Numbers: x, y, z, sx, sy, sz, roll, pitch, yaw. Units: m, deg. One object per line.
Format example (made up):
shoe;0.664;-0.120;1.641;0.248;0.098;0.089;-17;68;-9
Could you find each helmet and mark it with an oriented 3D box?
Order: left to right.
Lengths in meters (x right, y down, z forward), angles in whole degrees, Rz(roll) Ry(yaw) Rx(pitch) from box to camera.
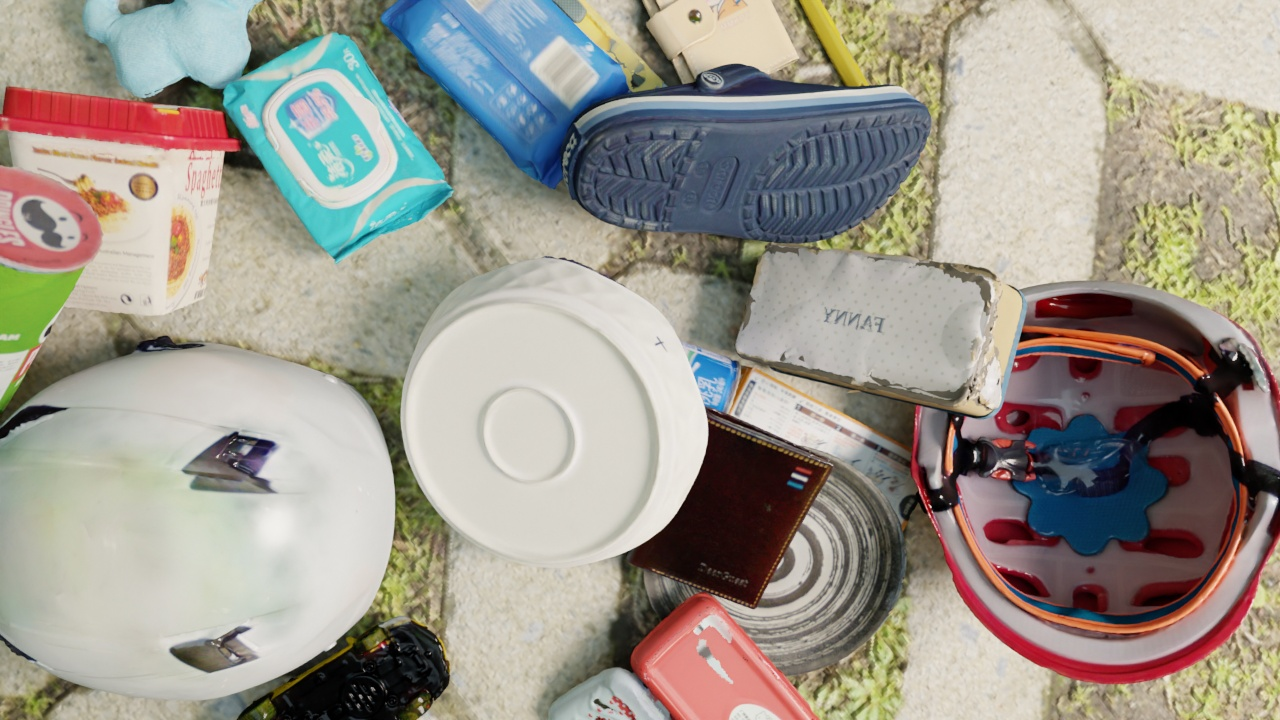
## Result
helmet;-0.285;0.101;0.548;0.258;0.146;0.229;6;91;-6
helmet;0.291;0.075;0.596;0.207;0.143;0.240;-3;81;26

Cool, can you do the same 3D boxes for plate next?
plate;-0.063;0.041;0.579;0.205;0.045;0.205;4;107;15
plate;0.091;0.137;0.635;0.179;0.024;0.179;1;106;5

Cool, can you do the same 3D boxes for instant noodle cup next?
instant noodle cup;-0.316;-0.097;0.562;0.116;0.116;0.124;5;103;-6

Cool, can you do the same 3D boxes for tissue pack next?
tissue pack;-0.195;-0.137;0.598;0.093;0.050;0.133;-35;95;-5
tissue pack;-0.085;-0.197;0.608;0.157;0.052;0.095;44;85;-6

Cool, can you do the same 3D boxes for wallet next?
wallet;0.047;-0.242;0.635;0.087;0.024;0.115;-27;95;-4
wallet;0.057;0.099;0.605;0.096;0.020;0.122;24;109;-3

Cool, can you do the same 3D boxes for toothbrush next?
toothbrush;0.114;-0.266;0.644;0.015;0.016;0.190;-31;95;-4

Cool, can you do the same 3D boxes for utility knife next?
utility knife;-0.035;-0.230;0.634;0.031;0.018;0.167;-45;100;3

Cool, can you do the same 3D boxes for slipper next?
slipper;0.066;-0.141;0.609;0.252;0.105;0.095;-8;51;-19

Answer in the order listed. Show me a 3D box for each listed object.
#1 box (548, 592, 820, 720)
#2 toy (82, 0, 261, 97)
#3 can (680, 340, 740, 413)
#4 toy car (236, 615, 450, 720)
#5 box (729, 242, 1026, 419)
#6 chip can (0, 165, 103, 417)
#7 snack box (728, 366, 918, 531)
box;0.051;0.276;0.629;0.161;0.059;0.201;-39;94;8
toy;-0.277;-0.251;0.587;0.161;0.050;0.156;-8;91;-3
can;-0.004;0.004;0.621;0.134;0.053;0.053;19;89;-6
toy car;-0.197;0.230;0.613;0.156;0.041;0.071;-34;95;-3
box;0.142;-0.023;0.587;0.062;0.184;0.090;15;91;-47
chip can;-0.385;-0.003;0.517;0.072;0.072;0.237;44;118;-5
snack box;0.126;0.071;0.651;0.153;0.026;0.075;27;89;-6
